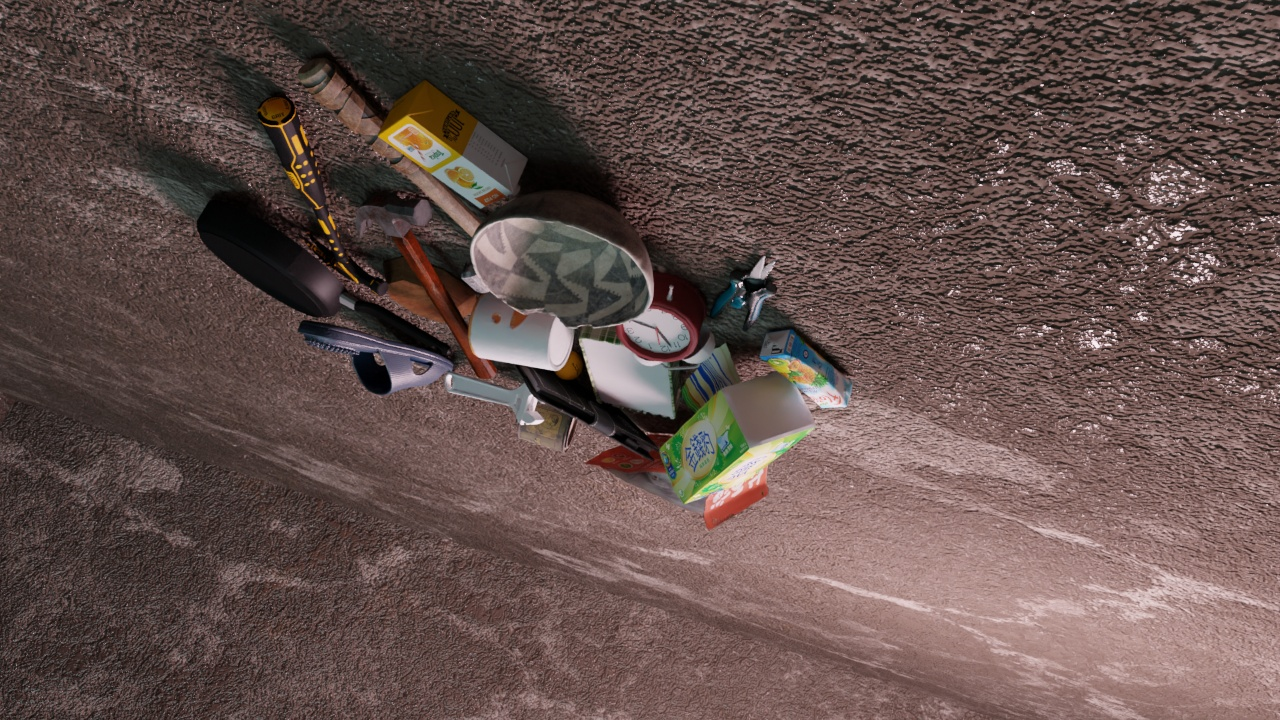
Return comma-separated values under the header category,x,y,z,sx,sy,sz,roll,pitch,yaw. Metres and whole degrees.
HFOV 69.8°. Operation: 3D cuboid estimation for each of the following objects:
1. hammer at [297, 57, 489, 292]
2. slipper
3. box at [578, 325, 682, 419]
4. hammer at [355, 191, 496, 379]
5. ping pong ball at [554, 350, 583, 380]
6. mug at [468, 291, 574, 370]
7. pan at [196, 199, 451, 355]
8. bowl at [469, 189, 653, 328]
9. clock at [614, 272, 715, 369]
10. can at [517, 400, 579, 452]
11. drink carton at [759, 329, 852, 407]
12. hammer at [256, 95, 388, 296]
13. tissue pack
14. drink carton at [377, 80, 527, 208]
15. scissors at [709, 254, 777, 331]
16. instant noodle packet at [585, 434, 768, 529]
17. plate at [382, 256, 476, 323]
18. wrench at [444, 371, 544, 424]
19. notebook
category,x,y,z,sx,sy,sz,roll,pitch,yaw
hammer,-0.205,-0.173,0.903,0.122,0.048,0.319,-4,147,34
slipper,-0.374,0.007,1.310,0.101,0.082,0.263,9,173,34
box,-0.007,0.007,1.147,0.118,0.050,0.206,10,157,11
hammer,-0.240,-0.079,1.088,0.111,0.028,0.301,13,146,28
ping pong ball,-0.096,0.006,1.221,0.040,0.040,0.040,16,157,7
mug,-0.143,-0.036,1.111,0.105,0.082,0.082,10,156,17
pan,-0.403,-0.086,1.166,0.355,0.044,0.204,30,162,2
bowl,-0.068,-0.110,0.884,0.178,0.081,0.179,10,153,5
clock,0.025,-0.037,0.986,0.096,0.048,0.138,-3,135,23
can,-0.132,0.084,1.361,0.074,0.089,0.090,17,157,6
drink carton,0.186,0.011,1.020,0.044,0.038,0.129,-8,146,47
hammer,-0.359,-0.176,1.011,0.123,0.036,0.321,31,158,10
tissue pack,0.098,0.066,1.098,0.120,0.141,0.198,-12,158,-35
drink carton,-0.166,-0.191,0.831,0.122,0.040,0.059,34,153,-32
scissors,0.103,-0.067,0.934,0.144,0.019,0.126,-5,147,41
instant noodle packet,0.053,0.146,1.305,0.221,0.084,0.164,14,-159,35
plate,-0.271,-0.084,1.170,0.131,0.025,0.131,16,157,7
wrench,-0.219,0.047,1.359,0.018,0.066,0.274,1,-174,-41
notebook,-0.080,0.057,1.249,0.209,0.029,0.169,30,-173,-32
